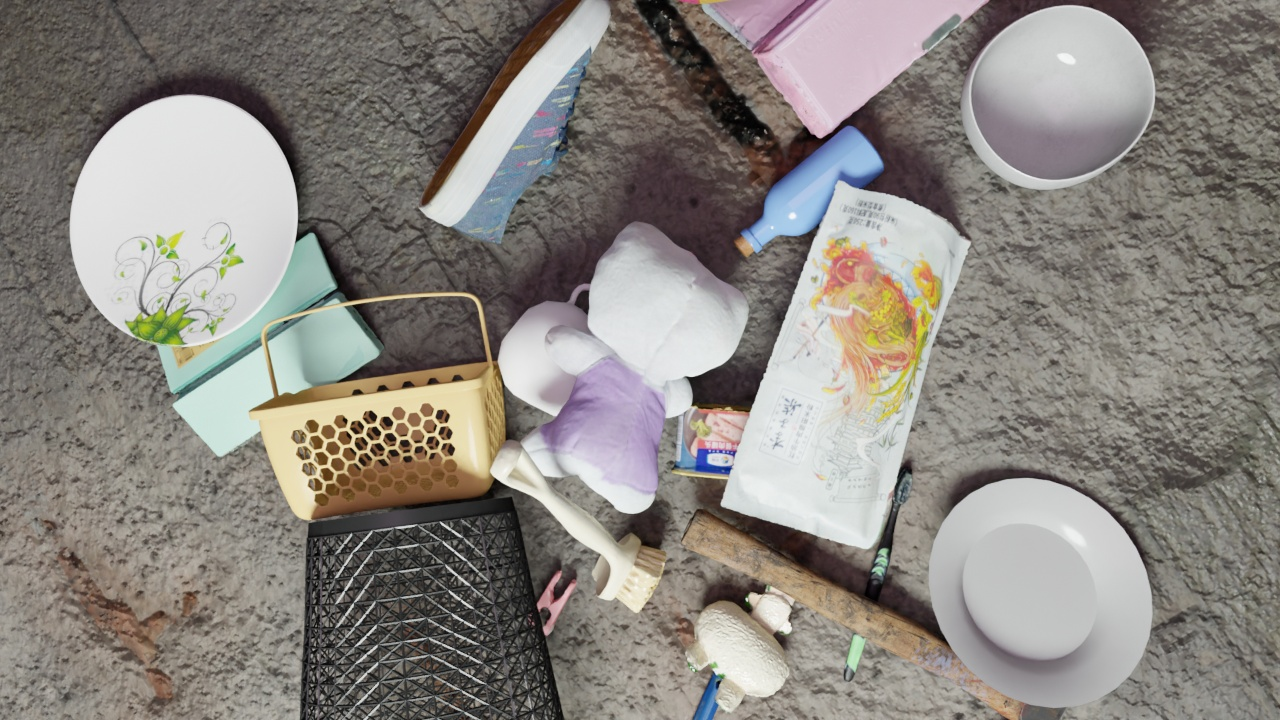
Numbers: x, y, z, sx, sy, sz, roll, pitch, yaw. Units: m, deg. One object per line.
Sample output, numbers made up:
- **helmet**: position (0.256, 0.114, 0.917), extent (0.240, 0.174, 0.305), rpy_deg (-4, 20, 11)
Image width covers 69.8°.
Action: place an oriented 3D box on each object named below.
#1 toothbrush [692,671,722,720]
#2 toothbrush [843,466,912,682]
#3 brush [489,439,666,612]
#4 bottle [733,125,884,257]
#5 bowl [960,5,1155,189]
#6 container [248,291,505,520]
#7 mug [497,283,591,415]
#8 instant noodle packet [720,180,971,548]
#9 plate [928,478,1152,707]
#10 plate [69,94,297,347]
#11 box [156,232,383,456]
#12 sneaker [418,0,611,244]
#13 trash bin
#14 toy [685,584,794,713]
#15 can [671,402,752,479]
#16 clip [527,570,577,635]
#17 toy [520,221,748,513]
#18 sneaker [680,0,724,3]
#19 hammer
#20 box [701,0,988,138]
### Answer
- **toothbrush**: position (0.034, 0.353, 0.785), extent (0.016, 0.017, 0.190), rpy_deg (23, 94, 7)
- **toothbrush**: position (0.196, 0.178, 0.759), extent (0.014, 0.017, 0.188), rpy_deg (15, 94, 7)
- **brush**: position (-0.042, 0.126, 0.687), extent (0.077, 0.272, 0.061), rpy_deg (4, 62, 23)
- **bottle**: position (0.132, -0.132, 0.749), extent (0.131, 0.048, 0.048), rpy_deg (-39, 85, 7)
- **bowl**: position (0.316, -0.198, 0.711), extent (0.132, 0.064, 0.132), rpy_deg (0, 90, 9)
- **container**: position (-0.208, 0.030, 0.759), extent (0.183, 0.129, 0.167), rpy_deg (-9, 100, 2)
- **mug**: position (-0.065, -0.017, 0.769), extent (0.076, 0.090, 0.123), rpy_deg (39, 64, -5)
- **instant noodle packet**: position (0.169, 0.007, 0.724), extent (0.146, 0.057, 0.269), rpy_deg (19, 88, -17)
- **plate**: position (0.310, 0.180, 0.719), extent (0.173, 0.019, 0.172), rpy_deg (1, 71, -2)
- **plate**: position (-0.413, -0.126, 0.842), extent (0.229, 0.030, 0.229), rpy_deg (0, 88, 10)
- **box**: position (-0.342, -0.014, 0.830), extent (0.187, 0.056, 0.138), rpy_deg (-33, 92, 7)
- **sneaker**: position (-0.092, -0.204, 0.781), extent (0.079, 0.087, 0.235), rpy_deg (35, 93, -28)
- **trash bin**: position (-0.169, 0.241, 0.728), extent (0.217, 0.217, 0.243), rpy_deg (-9, 82, 9)
- **toy**: position (0.085, 0.236, 0.759), extent (0.087, 0.050, 0.112), rpy_deg (40, 55, 11)
- **can**: position (0.077, 0.067, 0.758), extent (0.100, 0.054, 0.059), rpy_deg (3, 90, 8)
- **clip**: position (-0.071, 0.215, 0.800), extent (0.041, 0.023, 0.059), rpy_deg (37, 102, 2)
- **toy**: position (-0.004, 0.004, 0.698), extent (0.137, 0.086, 0.209), rpy_deg (27, 82, -15)
- **sneaker**: position (0.112, -0.372, 0.713), extent (0.242, 0.091, 0.116), rpy_deg (-24, 56, 17)
- **hammer**: position (0.189, 0.202, 0.743), extent (0.330, 0.033, 0.120), rpy_deg (28, 91, 3)
- **box**: position (0.182, -0.313, 0.731), extent (0.233, 0.075, 0.172), rpy_deg (-41, 83, 7)
